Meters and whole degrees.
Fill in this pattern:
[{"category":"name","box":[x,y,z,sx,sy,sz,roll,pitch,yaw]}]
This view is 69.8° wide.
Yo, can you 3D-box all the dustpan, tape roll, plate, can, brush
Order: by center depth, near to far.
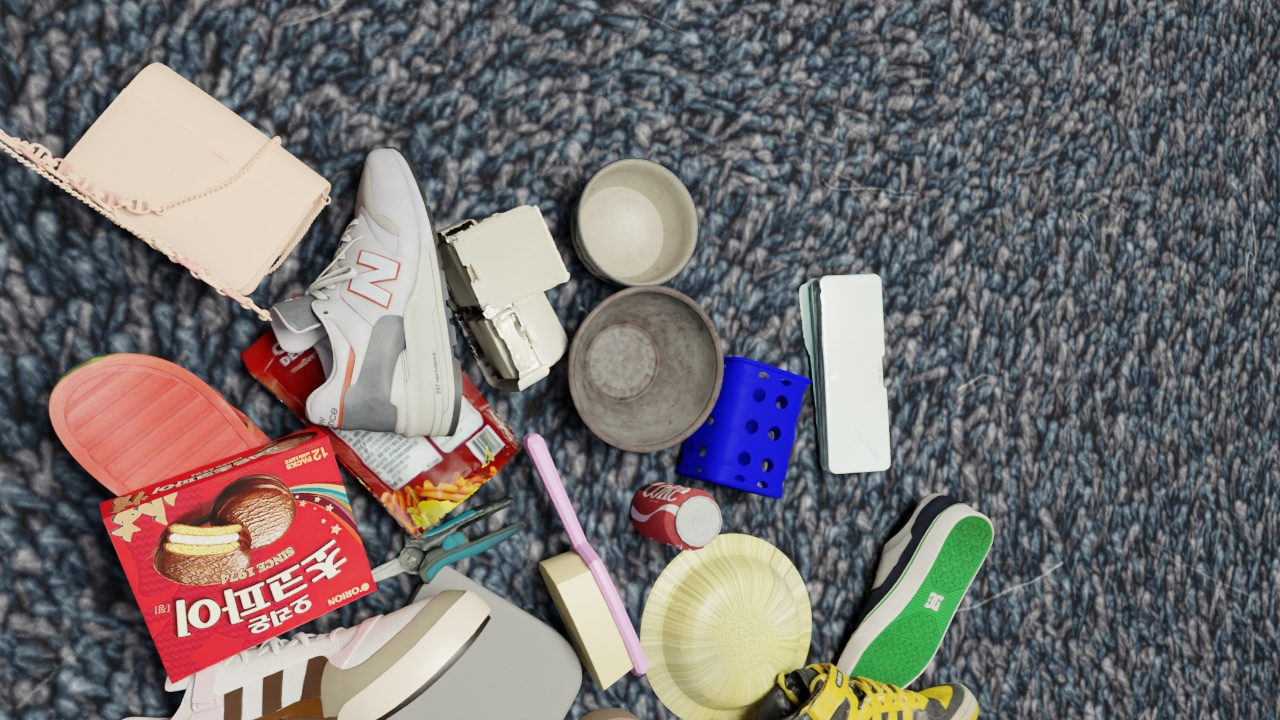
[{"category":"dustpan","box":[-0.107,0.305,0.774,0.257,0.033,0.163,31,76,0]},{"category":"brush","box":[-0.061,0.172,0.783,0.043,0.089,0.229,-25,98,-16]},{"category":"can","box":[0.032,0.138,0.818,0.054,0.097,0.054,1,87,-22]},{"category":"tape roll","box":[-0.027,0.362,0.820,0.093,0.030,0.093,1,87,-22]},{"category":"plate","box":[0.092,0.260,0.869,0.184,0.036,0.184,1,87,-22]}]

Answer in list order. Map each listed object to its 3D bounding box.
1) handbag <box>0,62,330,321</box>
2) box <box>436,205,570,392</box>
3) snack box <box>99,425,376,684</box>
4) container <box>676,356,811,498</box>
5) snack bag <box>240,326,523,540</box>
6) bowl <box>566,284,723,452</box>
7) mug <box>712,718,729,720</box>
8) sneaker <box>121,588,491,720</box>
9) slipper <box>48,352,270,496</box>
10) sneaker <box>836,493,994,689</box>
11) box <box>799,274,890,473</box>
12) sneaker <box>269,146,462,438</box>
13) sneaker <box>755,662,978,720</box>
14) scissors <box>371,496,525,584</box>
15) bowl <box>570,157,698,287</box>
[{"category":"handbag","box":[-0.308,-0.130,0.646,0.198,0.187,0.116,36,82,-12]},{"category":"box","box":[-0.097,-0.052,0.729,0.080,0.182,0.143,-31,105,-21]},{"category":"snack box","box":[-0.290,0.139,0.676,0.151,0.036,0.133,-22,111,-29]},{"category":"container","box":[0.094,0.063,0.854,0.085,0.084,0.113,17,82,-22]},{"category":"snack bag","box":[-0.204,0.031,0.750,0.138,0.067,0.208,-43,101,-23]},{"category":"bowl","box":[-0.005,0.005,0.820,0.144,0.067,0.145,-2,97,-22]},{"category":"mug","box":[0.058,0.385,0.840,0.107,0.071,0.089,-14,89,5]},{"category":"sneaker","box":[-0.259,0.240,0.696,0.293,0.112,0.116,-32,86,-6]},{"category":"slipper","box":[-0.329,0.090,0.699,0.103,0.059,0.249,-46,119,-18]},{"category":"sneaker","box":[0.260,0.241,0.926,0.084,0.079,0.235,29,94,-24]},{"category":"box","box":[0.207,0.013,0.918,0.085,0.073,0.199,-5,91,-41]},{"category":"sneaker","box":[-0.219,-0.049,0.702,0.124,0.089,0.239,-10,79,-29]},{"category":"sneaker","box":[0.205,0.325,0.853,0.238,0.086,0.122,-21,93,-28]},{"category":"scissors","box":[-0.164,0.162,0.773,0.135,0.019,0.130,22,62,-5]},{"category":"bowl","box":[-0.012,-0.120,0.833,0.115,0.059,0.115,1,87,-22]}]
